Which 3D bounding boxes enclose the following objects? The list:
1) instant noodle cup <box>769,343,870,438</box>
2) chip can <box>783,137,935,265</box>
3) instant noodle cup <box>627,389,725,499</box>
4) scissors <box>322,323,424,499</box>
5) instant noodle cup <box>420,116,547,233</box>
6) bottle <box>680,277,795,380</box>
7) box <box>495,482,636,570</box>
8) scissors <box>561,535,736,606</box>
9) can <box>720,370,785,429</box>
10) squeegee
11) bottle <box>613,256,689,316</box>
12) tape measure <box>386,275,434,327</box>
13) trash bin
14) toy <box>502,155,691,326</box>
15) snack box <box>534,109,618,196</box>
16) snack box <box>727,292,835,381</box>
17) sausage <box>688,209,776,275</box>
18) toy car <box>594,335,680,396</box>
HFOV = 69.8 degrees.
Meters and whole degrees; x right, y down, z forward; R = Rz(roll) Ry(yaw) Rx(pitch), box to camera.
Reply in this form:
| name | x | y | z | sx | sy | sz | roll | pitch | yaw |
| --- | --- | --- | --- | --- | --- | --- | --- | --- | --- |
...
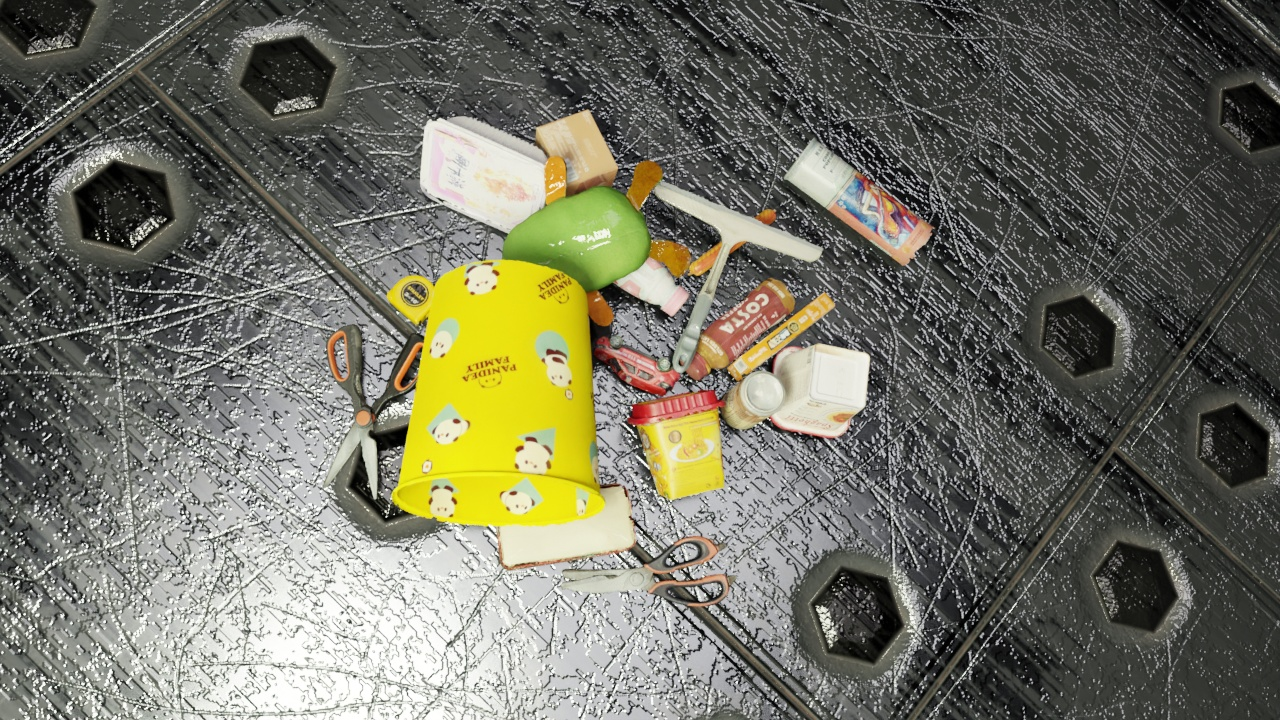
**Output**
| name | x | y | z | sx | sy | sz | roll | pitch | yaw |
| --- | --- | --- | --- | --- | --- | --- | --- | --- | --- |
| instant noodle cup | 0.239 | 0.034 | 1.208 | 0.116 | 0.124 | 0.116 | 11 | 76 | -6 |
| chip can | 0.311 | -0.225 | 1.307 | 0.214 | 0.071 | 0.071 | 37 | 74 | 0 |
| instant noodle cup | 0.053 | 0.107 | 1.174 | 0.116 | 0.116 | 0.123 | -11 | 90 | -11 |
| scissors | -0.344 | 0.050 | 1.155 | 0.221 | 0.021 | 0.224 | -42 | 73 | 2 |
| instant noodle cup | -0.197 | -0.249 | 1.209 | 0.173 | 0.138 | 0.060 | 25 | 51 | 1 |
| bottle | 0.130 | -0.040 | 1.242 | 0.174 | 0.057 | 0.057 | -39 | 85 | -15 |
| box | -0.094 | 0.208 | 1.139 | 0.168 | 0.079 | 0.091 | -7 | 77 | -10 |
| scissors | 0.010 | 0.265 | 1.176 | 0.206 | 0.015 | 0.194 | 37 | 76 | 1 |
| can | 0.144 | 0.053 | 1.192 | 0.058 | 0.116 | 0.058 | 2 | 76 | -9 |
| squeegee | 0.090 | -0.088 | 1.219 | 0.246 | 0.039 | 0.246 | 22 | 71 | -1 |
| bottle | -0.022 | -0.135 | 1.239 | 0.197 | 0.068 | 0.068 | 38 | 74 | -3 |
| tape measure | -0.295 | -0.081 | 1.200 | 0.060 | 0.029 | 0.057 | 40 | 75 | 2 |
| trash bin | -0.154 | 0.041 | 1.045 | 0.229 | 0.230 | 0.254 | 3 | 67 | -8 |
| toy | -0.069 | -0.150 | 1.160 | 0.247 | 0.089 | 0.227 | -16 | 103 | 9 |
| snack box | -0.089 | -0.268 | 1.241 | 0.077 | 0.094 | 0.092 | -24 | 82 | -14 |
| snack box | 0.190 | -0.032 | 1.240 | 0.153 | 0.075 | 0.026 | -37 | 86 | -15 |
| sausage | 0.130 | -0.167 | 1.290 | 0.165 | 0.021 | 0.021 | -37 | 85 | -15 |
| toy car | -0.007 | 0.007 | 1.212 | 0.120 | 0.053 | 0.045 | 27 | 72 | -1 |
